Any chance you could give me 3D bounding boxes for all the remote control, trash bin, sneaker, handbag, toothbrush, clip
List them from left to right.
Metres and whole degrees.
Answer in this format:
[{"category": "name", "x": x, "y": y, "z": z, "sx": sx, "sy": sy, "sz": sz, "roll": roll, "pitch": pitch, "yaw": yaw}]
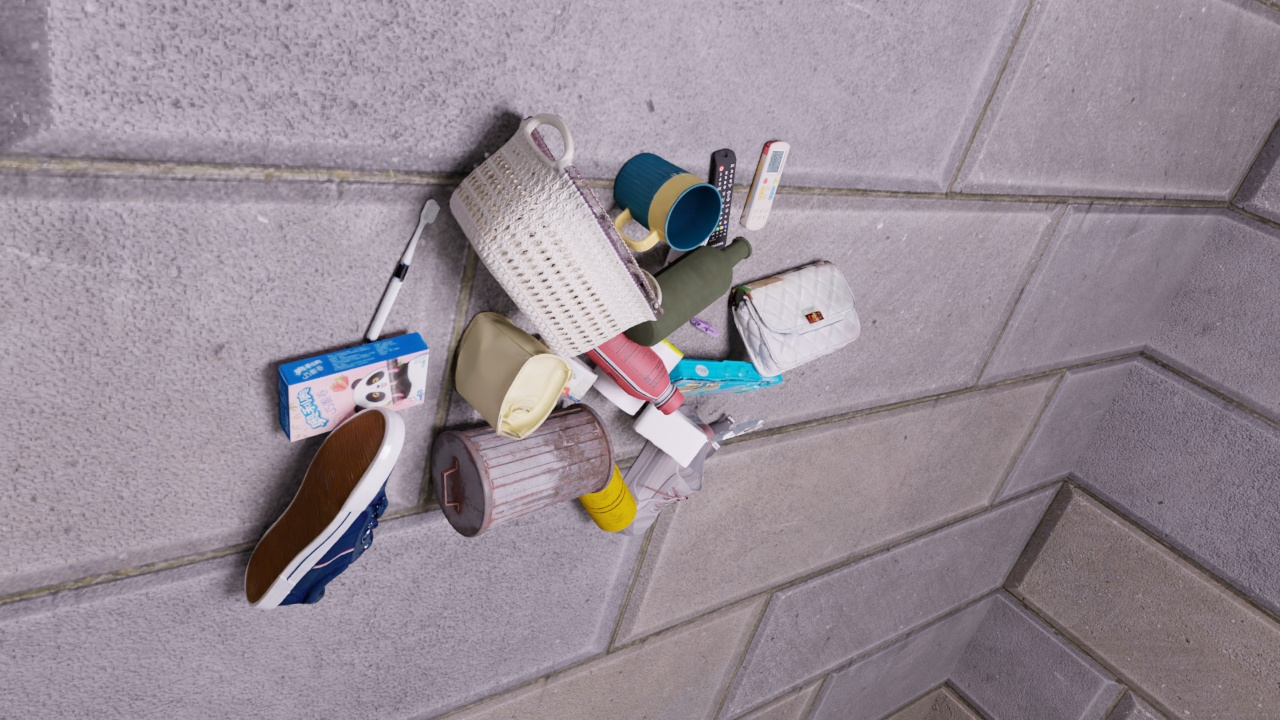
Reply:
[{"category": "sneaker", "x": -0.318, "y": 0.169, "z": 1.017, "sx": 0.127, "sy": 0.120, "sz": 0.295, "roll": 18, "pitch": 121, "yaw": -40}, {"category": "toothbrush", "x": -0.253, "y": -0.083, "z": 0.961, "sx": 0.012, "sy": 0.017, "sz": 0.187, "roll": 16, "pitch": 109, "yaw": -39}, {"category": "handbag", "x": -0.155, "y": 0.018, "z": 1.058, "sx": 0.081, "sy": 0.119, "sz": 0.111, "roll": 19, "pitch": 103, "yaw": -50}, {"category": "trash bin", "x": -0.152, "y": 0.133, "z": 1.145, "sx": 0.210, "sy": 0.131, "sz": 0.131, "roll": -13, "pitch": 129, "yaw": -38}, {"category": "sneaker", "x": 0.043, "y": 0.188, "z": 1.402, "sx": 0.099, "sy": 0.089, "sz": 0.236, "roll": 8, "pitch": 115, "yaw": -46}, {"category": "clip", "x": 0.092, "y": -0.048, "z": 1.310, "sx": 0.051, "sy": 0.033, "sz": 0.013, "roll": 21, "pitch": 106, "yaw": -49}, {"category": "remote control", "x": 0.102, "y": -0.204, "z": 1.198, "sx": 0.033, "sy": 0.015, "sz": 0.147, "roll": -22, "pitch": 134, "yaw": -30}, {"category": "remote control", "x": 0.168, "y": -0.235, "z": 1.234, "sx": 0.038, "sy": 0.018, "sz": 0.126, "roll": -9, "pitch": 126, "yaw": -39}, {"category": "handbag", "x": 0.235, "y": -0.067, "z": 1.353, "sx": 0.194, "sy": 0.139, "sz": 0.073, "roll": -21, "pitch": 176, "yaw": -33}]

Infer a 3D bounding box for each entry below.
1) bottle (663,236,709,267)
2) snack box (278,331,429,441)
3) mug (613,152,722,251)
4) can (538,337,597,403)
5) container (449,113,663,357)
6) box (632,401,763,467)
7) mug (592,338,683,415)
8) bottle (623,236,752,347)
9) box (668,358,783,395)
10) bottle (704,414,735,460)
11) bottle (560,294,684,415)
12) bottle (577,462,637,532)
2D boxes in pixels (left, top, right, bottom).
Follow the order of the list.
[{"category": "bottle", "x": 0.068, "y": -0.162, "z": 1.181, "sx": 0.041, "sy": 0.041, "sz": 0.116, "roll": 1, "pitch": 120, "yaw": -44}, {"category": "snack box", "x": -0.304, "y": 0.026, "z": 0.979, "sx": 0.153, "sy": 0.033, "sz": 0.088, "roll": -17, "pitch": 142, "yaw": -32}, {"category": "mug", "x": 0.018, "y": -0.178, "z": 1.069, "sx": 0.113, "sy": 0.107, "sz": 0.083, "roll": -42, "pitch": 142, "yaw": -9}, {"category": "can", "x": -0.097, "y": 0.010, "z": 1.129, "sx": 0.043, "sy": 0.086, "sz": 0.086, "roll": -51, "pitch": 141, "yaw": 2}, {"category": "container", "x": -0.087, "y": -0.121, "z": 0.970, "sx": 0.143, "sy": 0.184, "sz": 0.252, "roll": -34, "pitch": 139, "yaw": 0}, {"category": "box", "x": 0.080, "y": 0.105, "z": 1.299, "sx": 0.111, "sy": 0.189, "sz": 0.101, "roll": -58, "pitch": 164, "yaw": -87}, {"category": "mug", "x": -0.007, "y": 0.007, "z": 1.216, "sx": 0.106, "sy": 0.082, "sz": 0.082, "roll": -50, "pitch": 141, "yaw": 4}, {"category": "bottle", "x": 0.063, "y": -0.095, "z": 1.132, "sx": 0.206, "sy": 0.071, "sz": 0.072, "roll": -37, "pitch": 141, "yaw": -32}, {"category": "box", "x": 0.105, "y": 0.027, "z": 1.334, "sx": 0.226, "sy": 0.094, "sz": 0.039, "roll": 2, "pitch": 76, "yaw": -44}, {"category": "bottle", "x": 0.109, "y": 0.130, "z": 1.459, "sx": 0.110, "sy": 0.036, "sz": 0.036, "roll": -46, "pitch": 141, "yaw": -4}, {"category": "bottle", "x": -0.017, "y": -0.002, "z": 1.139, "sx": 0.176, "sy": 0.062, "sz": 0.062, "roll": 44, "pitch": 86, "yaw": -11}, {"category": "bottle", "x": -0.060, "y": 0.176, "z": 1.313, "sx": 0.071, "sy": 0.071, "sz": 0.164, "roll": -39, "pitch": 140, "yaw": -12}]
